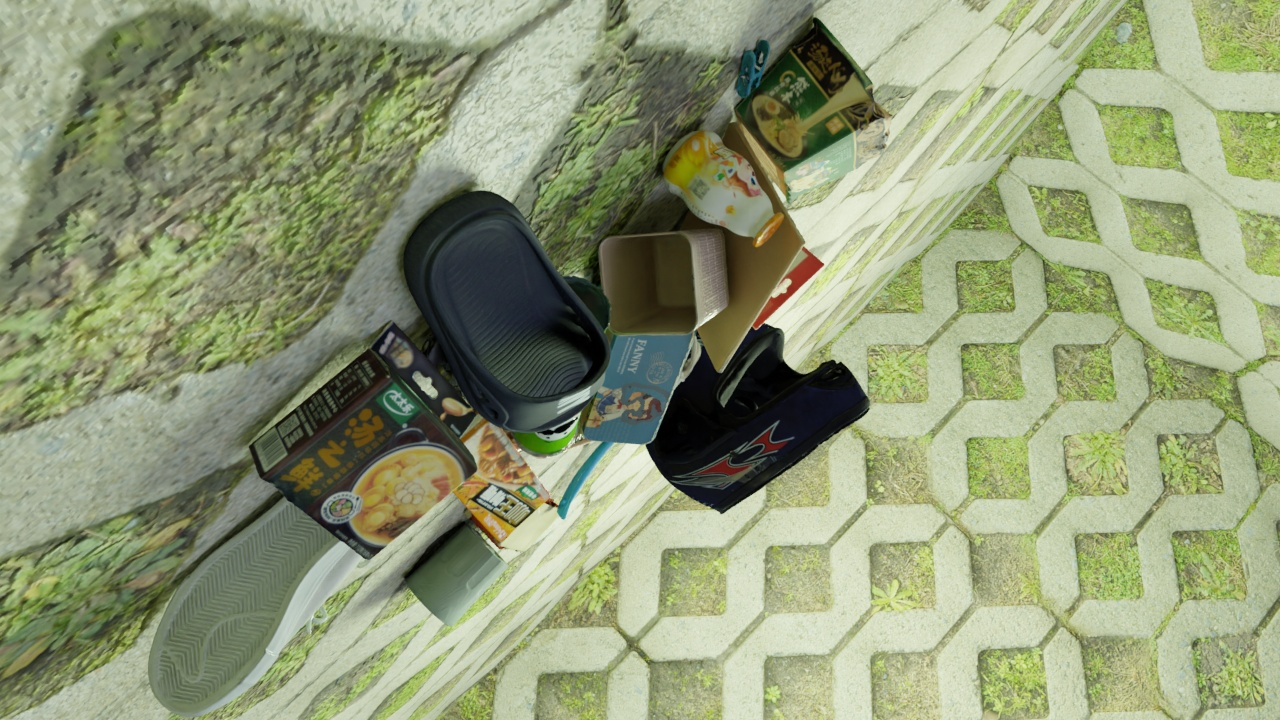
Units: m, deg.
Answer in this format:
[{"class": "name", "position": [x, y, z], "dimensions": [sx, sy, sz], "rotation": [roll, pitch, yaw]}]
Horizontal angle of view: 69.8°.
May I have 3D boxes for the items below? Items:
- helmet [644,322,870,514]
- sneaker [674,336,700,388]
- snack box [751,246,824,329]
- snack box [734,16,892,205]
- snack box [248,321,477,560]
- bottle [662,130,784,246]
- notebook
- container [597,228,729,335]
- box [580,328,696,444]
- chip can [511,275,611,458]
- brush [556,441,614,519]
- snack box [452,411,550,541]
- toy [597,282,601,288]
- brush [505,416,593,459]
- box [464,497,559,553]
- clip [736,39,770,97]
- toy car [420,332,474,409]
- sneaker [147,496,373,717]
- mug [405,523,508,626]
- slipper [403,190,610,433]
[{"class": "helmet", "position": [0.138, 0.056, 1.298], "dimensions": [0.316, 0.240, 0.246], "rotation": [-42, 171, 38]}, {"class": "sneaker", "position": [0.025, -0.009, 1.104], "dimensions": [0.241, 0.088, 0.118], "rotation": [-49, 167, 19]}, {"class": "snack box", "position": [0.117, -0.104, 1.012], "dimensions": [0.113, 0.127, 0.044], "rotation": [-42, 167, -14]}, {"class": "snack box", "position": [0.151, -0.219, 0.840], "dimensions": [0.105, 0.117, 0.118], "rotation": [-35, 165, 4]}, {"class": "snack box", "position": [-0.180, 0.058, 0.634], "dimensions": [0.125, 0.053, 0.113], "rotation": [-40, 133, -7]}, {"class": "bottle", "position": [0.072, -0.145, 0.782], "dimensions": [0.063, 0.108, 0.063], "rotation": [-44, 169, -11]}, {"class": "notebook", "position": [0.083, -0.103, 0.886], "dimensions": [0.008, 0.147, 0.208], "rotation": [-11, 152, -25]}, {"class": "container", "position": [0.027, -0.077, 0.849], "dimensions": [0.110, 0.090, 0.090], "rotation": [-28, 115, -63]}, {"class": "box", "position": [-0.006, 0.006, 0.981], "dimensions": [0.089, 0.059, 0.185], "rotation": [4, 128, -19]}, {"class": "chip can", "position": [-0.081, 0.013, 0.874], "dimensions": [0.072, 0.072, 0.237], "rotation": [-39, 165, -28]}, {"class": "brush", "position": [-0.038, 0.097, 1.198], "dimensions": [0.254, 0.046, 0.083], "rotation": [-56, -153, 1]}, {"class": "snack box", "position": [-0.152, 0.119, 0.930], "dimensions": [0.075, 0.026, 0.154], "rotation": [-42, 140, -14]}, {"class": "toy", "position": [-0.042, -0.050, 0.902], "dimensions": [0.092, 0.030, 0.096], "rotation": [-45, 176, 18]}, {"class": "brush", "position": [-0.099, 0.077, 1.050], "dimensions": [0.073, 0.063, 0.145], "rotation": [-19, 179, 27]}, {"class": "box", "position": [-0.158, 0.206, 1.203], "dimensions": [0.091, 0.080, 0.168], "rotation": [-45, 167, -7]}, {"class": "clip", "position": [0.093, -0.242, 0.765], "dimensions": [0.043, 0.014, 0.056], "rotation": [-41, 165, -20]}, {"class": "toy car", "position": [-0.128, -0.005, 0.726], "dimensions": [0.070, 0.042, 0.158], "rotation": [-44, 161, -7]}, {"class": "sneaker", "position": [-0.271, 0.162, 0.710], "dimensions": [0.242, 0.089, 0.091], "rotation": [-49, 173, -13]}, {"class": "mug", "position": [-0.238, 0.269, 1.182], "dimensions": [0.103, 0.083, 0.124], "rotation": [-45, -166, -10]}, {"class": "slipper", "position": [-0.079, -0.006, 0.654], "dimensions": [0.110, 0.083, 0.268], "rotation": [-39, 149, -10]}]
